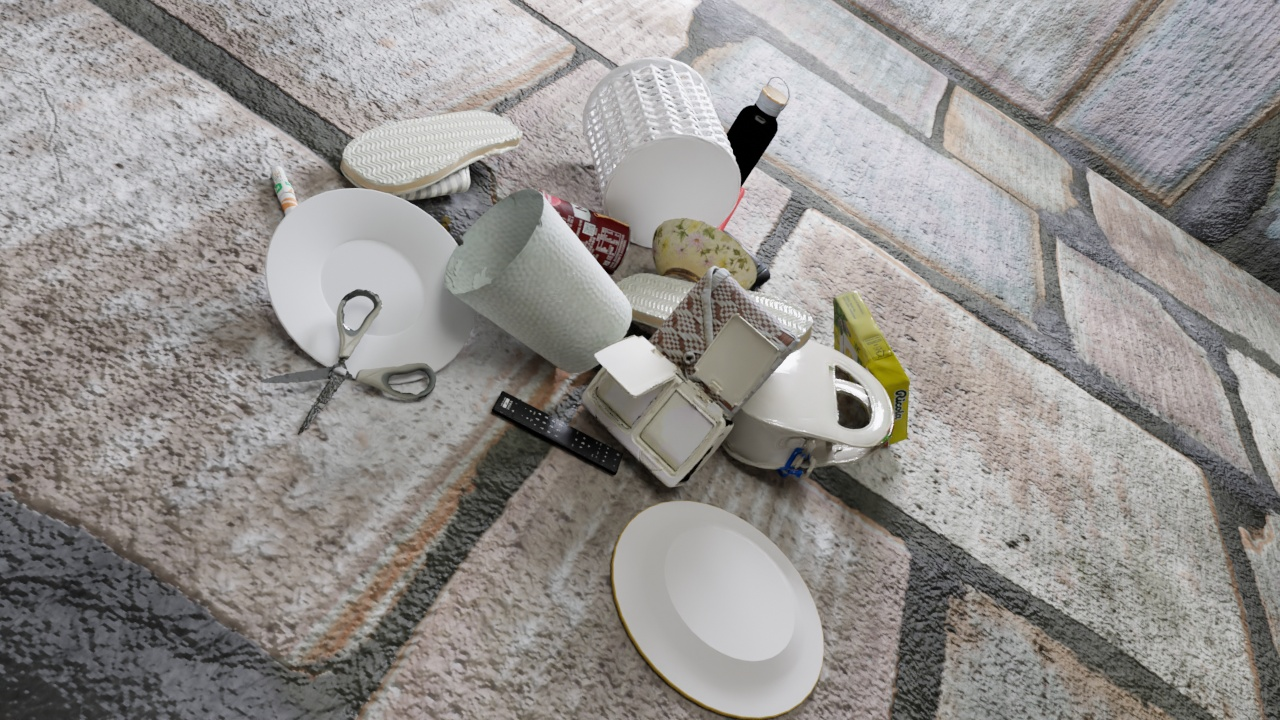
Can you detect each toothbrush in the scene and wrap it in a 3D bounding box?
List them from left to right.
[{"bbox_3d":[0.107,-0.187,1.288,0.018,0.012,0.211,10,44,20],"label":"toothbrush"}]

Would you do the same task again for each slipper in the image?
[{"bbox_3d":[-0.251,-0.254,1.130,0.114,0.054,0.271,38,41,11],"label":"slipper"},{"bbox_3d":[0.076,-0.048,1.072,0.263,0.052,0.114,17,41,34],"label":"slipper"}]

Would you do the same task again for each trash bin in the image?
[{"bbox_3d":[-0.098,-0.073,0.949,0.161,0.133,0.133,43,28,-35],"label":"trash bin"}]

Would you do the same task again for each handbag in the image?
[{"bbox_3d":[0.064,0.006,0.971,0.124,0.186,0.047,43,13,12],"label":"handbag"},{"bbox_3d":[0.191,0.054,1.066,0.199,0.093,0.200,13,38,2],"label":"handbag"}]

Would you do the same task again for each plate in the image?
[{"bbox_3d":[-0.262,-0.074,0.907,0.208,0.015,0.208,14,62,-29],"label":"plate"},{"bbox_3d":[0.080,0.223,0.868,0.229,0.021,0.229,20,39,-17],"label":"plate"}]

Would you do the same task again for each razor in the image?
[{"bbox_3d":[0.125,-0.144,1.296,0.053,0.064,0.140,-36,57,-8],"label":"razor"}]

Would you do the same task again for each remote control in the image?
[{"bbox_3d":[-0.083,0.073,0.926,0.140,0.009,0.030,28,37,-7],"label":"remote control"}]

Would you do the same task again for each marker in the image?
[{"bbox_3d":[-0.364,-0.153,0.963,0.017,0.017,0.145,-3,50,-39],"label":"marker"}]

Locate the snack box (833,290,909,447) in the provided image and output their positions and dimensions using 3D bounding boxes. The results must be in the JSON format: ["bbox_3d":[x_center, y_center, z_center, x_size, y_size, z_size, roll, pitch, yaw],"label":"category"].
[{"bbox_3d":[0.295,0.007,1.196,0.045,0.121,0.180,-17,49,-1],"label":"snack box"}]

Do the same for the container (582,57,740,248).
[{"bbox_3d":[0.026,-0.283,1.257,0.189,0.190,0.186,12,43,-26],"label":"container"}]

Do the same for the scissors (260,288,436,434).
[{"bbox_3d":[-0.262,0.003,0.847,0.157,0.013,0.170,20,56,-30],"label":"scissors"}]

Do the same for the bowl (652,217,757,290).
[{"bbox_3d":[0.069,-0.108,1.161,0.145,0.145,0.063,31,66,-4],"label":"bowl"}]

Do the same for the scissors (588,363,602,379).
[{"bbox_3d":[-0.005,0.010,1.049,0.136,0.019,0.138,23,37,-18],"label":"scissors"}]

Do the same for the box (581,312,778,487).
[{"bbox_3d":[0.029,0.018,0.905,0.143,0.184,0.098,41,11,18],"label":"box"}]

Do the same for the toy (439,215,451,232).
[{"bbox_3d":[-0.238,-0.127,0.987,0.076,0.063,0.099,23,53,16],"label":"toy"}]

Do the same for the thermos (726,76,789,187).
[{"bbox_3d":[0.148,-0.309,1.338,0.061,0.232,0.061,20,39,-17],"label":"thermos"}]

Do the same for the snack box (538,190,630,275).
[{"bbox_3d":[-0.080,-0.157,1.134,0.121,0.072,0.072,17,40,-22],"label":"snack box"}]
